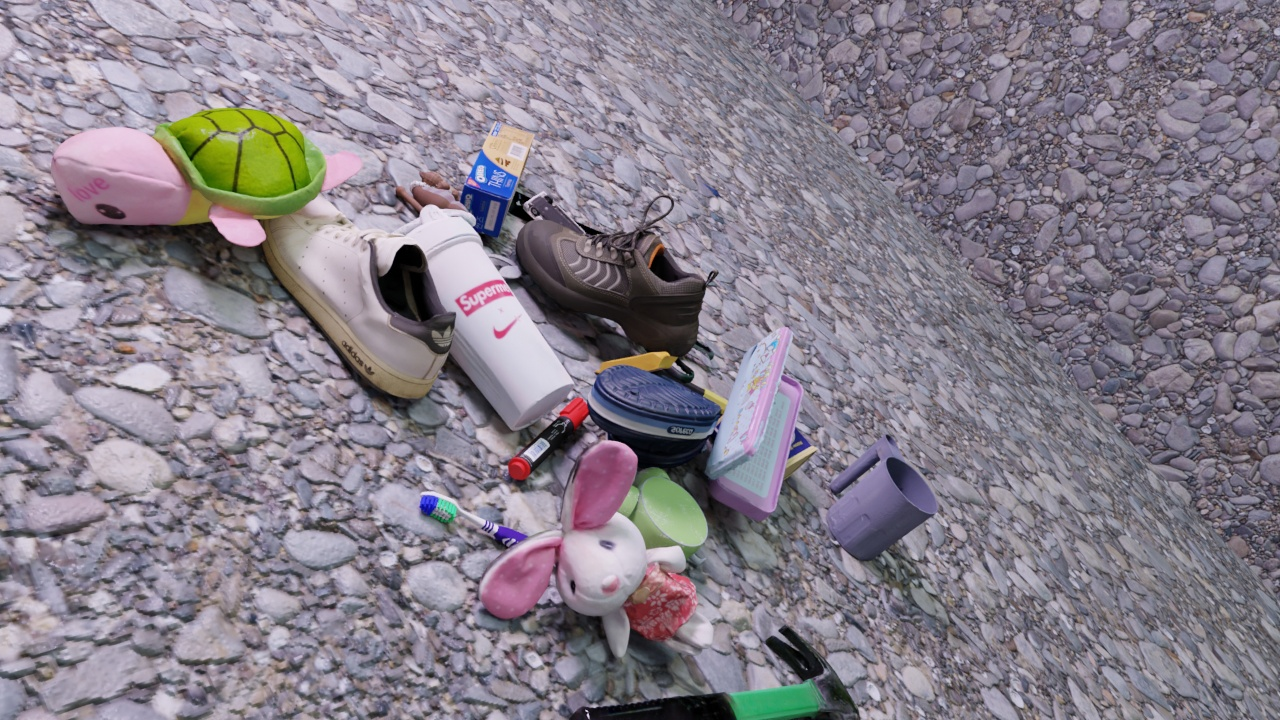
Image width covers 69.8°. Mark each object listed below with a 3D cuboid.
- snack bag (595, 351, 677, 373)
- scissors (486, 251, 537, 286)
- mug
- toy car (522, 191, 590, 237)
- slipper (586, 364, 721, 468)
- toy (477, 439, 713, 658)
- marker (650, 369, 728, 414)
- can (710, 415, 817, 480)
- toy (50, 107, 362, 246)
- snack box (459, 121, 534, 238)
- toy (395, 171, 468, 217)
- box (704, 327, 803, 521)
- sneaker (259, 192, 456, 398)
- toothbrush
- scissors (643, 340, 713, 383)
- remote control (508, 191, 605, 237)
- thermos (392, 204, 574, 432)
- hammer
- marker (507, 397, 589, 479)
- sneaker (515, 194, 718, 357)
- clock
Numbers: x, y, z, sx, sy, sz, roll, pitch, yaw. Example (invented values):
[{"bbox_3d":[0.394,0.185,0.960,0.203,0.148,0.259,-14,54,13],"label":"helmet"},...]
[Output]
[{"bbox_3d":[-0.006,0.006,0.986,0.026,0.099,0.020,-3,84,-54],"label":"snack bag"},{"bbox_3d":[-0.117,-0.108,1.071,0.155,0.019,0.124,28,30,-27],"label":"scissors"},{"bbox_3d":[0.283,0.165,1.107,0.083,0.104,0.123,25,32,-29],"label":"mug"},{"bbox_3d":[-0.098,-0.158,1.144,0.113,0.039,0.039,45,55,6],"label":"toy car"},{"bbox_3d":[0.019,0.066,0.921,0.105,0.095,0.252,31,7,17],"label":"slipper"},{"bbox_3d":[-0.019,0.171,0.722,0.194,0.159,0.084,46,-7,-25],"label":"toy"},{"bbox_3d":[0.062,0.035,1.101,0.123,0.017,0.021,28,-2,-22],"label":"marker"},{"bbox_3d":[0.143,0.096,1.078,0.092,0.057,0.116,50,29,16],"label":"can"},{"bbox_3d":[-0.349,-0.158,0.751,0.237,0.088,0.190,-17,49,-42],"label":"toy"},{"bbox_3d":[-0.175,-0.222,1.105,0.057,0.056,0.206,18,33,-9],"label":"snack box"},{"bbox_3d":[-0.217,-0.166,0.997,0.102,0.042,0.054,41,61,14],"label":"toy"},{"bbox_3d":[0.137,0.057,0.983,0.089,0.093,0.213,29,42,-3],"label":"box"},{"bbox_3d":[-0.240,-0.083,0.789,0.241,0.103,0.088,50,30,17],"label":"sneaker"},{"bbox_3d":[-0.095,0.149,0.742,0.186,0.015,0.016,30,33,-22],"label":"toothbrush"},{"bbox_3d":[0.040,-0.015,1.101,0.201,0.015,0.201,21,19,-36],"label":"scissors"},{"bbox_3d":[-0.104,-0.179,1.185,0.151,0.020,0.041,21,36,-31],"label":"remote control"},{"bbox_3d":[-0.152,-0.043,0.860,0.220,0.100,0.099,52,29,10],"label":"thermos"},{"bbox_3d":[0.072,0.286,0.748,0.318,0.032,0.130,12,41,-43],"label":"hammer"},{"bbox_3d":[-0.084,0.071,0.857,0.144,0.021,0.023,-44,124,-62],"label":"marker"},{"bbox_3d":[-0.023,-0.116,1.007,0.238,0.143,0.100,31,29,8],"label":"sneaker"},{"bbox_3d":[0.016,0.146,0.858,0.119,0.043,0.094,47,27,11],"label":"clock"}]
